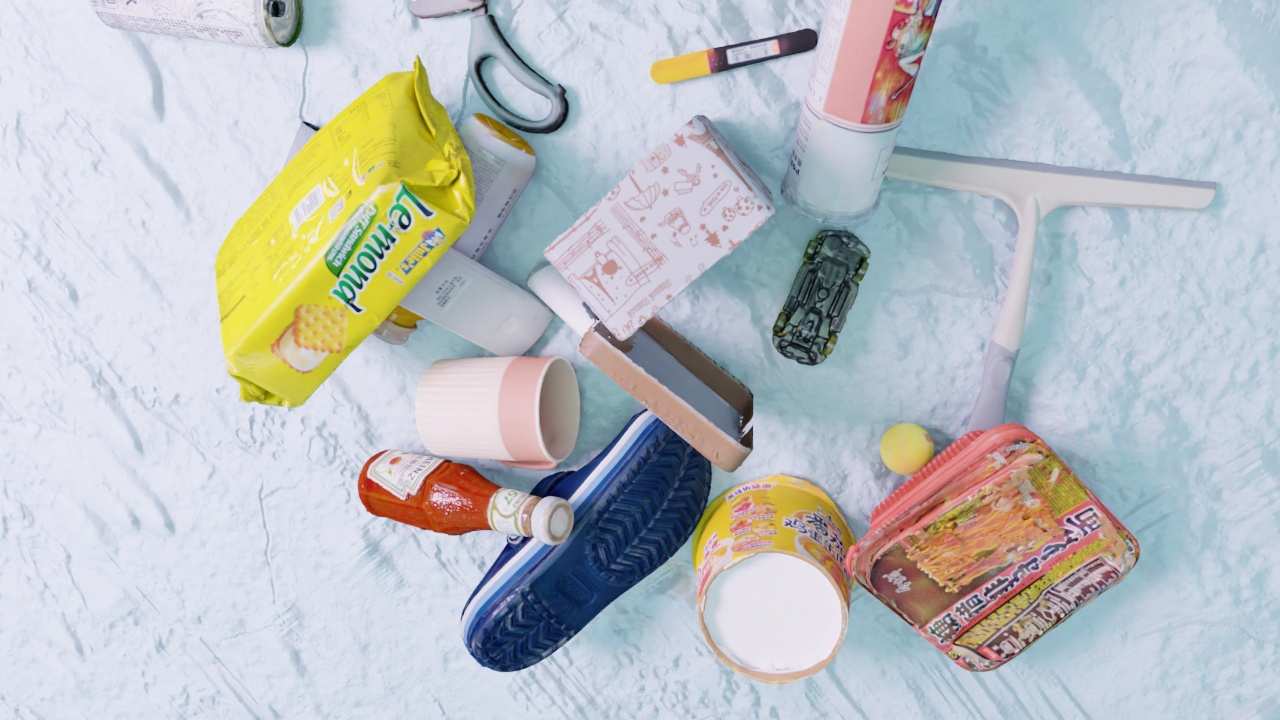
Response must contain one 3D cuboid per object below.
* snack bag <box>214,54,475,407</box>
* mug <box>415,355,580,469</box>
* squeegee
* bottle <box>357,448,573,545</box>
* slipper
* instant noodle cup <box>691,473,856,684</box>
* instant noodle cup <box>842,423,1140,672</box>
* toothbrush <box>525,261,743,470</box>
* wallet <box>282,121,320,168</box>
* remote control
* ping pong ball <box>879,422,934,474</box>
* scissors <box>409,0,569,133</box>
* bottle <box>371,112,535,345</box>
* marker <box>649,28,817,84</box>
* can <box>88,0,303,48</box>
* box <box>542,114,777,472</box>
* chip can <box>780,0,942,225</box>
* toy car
[{"bbox_3d":[-0.220,-0.091,0.658,0.247,0.158,0.068,-42,138,17],"label":"snack bag"},{"bbox_3d":[-0.107,0.047,0.732,0.106,0.081,0.115,0,140,18],"label":"mug"},{"bbox_3d":[0.269,-0.022,0.678,0.246,0.039,0.247,9,105,7],"label":"squeegee"},{"bbox_3d":[-0.139,0.109,0.718,0.206,0.059,0.060,4,106,37],"label":"bottle"},{"bbox_3d":[-0.046,0.139,0.741,0.252,0.095,0.105,-47,131,-2],"label":"slipper"},{"bbox_3d":[0.103,0.174,0.715,0.138,0.109,0.138,2,103,9],"label":"instant noodle cup"},{"bbox_3d":[0.252,0.131,0.681,0.165,0.079,0.189,-42,116,15],"label":"instant noodle cup"},{"bbox_3d":[-0.004,0.004,0.701,0.221,0.026,0.027,44,135,13],"label":"toothbrush"},{"bbox_3d":[-0.238,-0.121,0.742,0.121,0.019,0.097,30,108,-1],"label":"wallet"},{"bbox_3d":[-0.129,-0.045,0.700,0.056,0.019,0.135,-48,134,14],"label":"remote control"},{"bbox_3d":[0.206,0.068,0.708,0.040,0.040,0.040,2,104,8],"label":"ping pong ball"},{"bbox_3d":[-0.084,-0.253,0.686,0.170,0.019,0.178,-14,102,10],"label":"scissors"},{"bbox_3d":[-0.153,-0.096,0.708,0.068,0.068,0.190,35,106,-1],"label":"bottle"},{"bbox_3d":[0.068,-0.223,0.673,0.124,0.015,0.018,-10,103,8],"label":"marker"},{"bbox_3d":[-0.338,-0.274,0.698,0.147,0.058,0.058,9,105,7],"label":"can"},{"bbox_3d":[0.047,-0.045,0.633,0.157,0.182,0.193,-42,96,15],"label":"box"},{"bbox_3d":[0.145,-0.194,0.587,0.071,0.071,0.215,12,135,5],"label":"chip can"},{"bbox_3d":[0.136,-0.048,0.696,0.048,0.032,0.105,23,94,3],"label":"toy car"}]
